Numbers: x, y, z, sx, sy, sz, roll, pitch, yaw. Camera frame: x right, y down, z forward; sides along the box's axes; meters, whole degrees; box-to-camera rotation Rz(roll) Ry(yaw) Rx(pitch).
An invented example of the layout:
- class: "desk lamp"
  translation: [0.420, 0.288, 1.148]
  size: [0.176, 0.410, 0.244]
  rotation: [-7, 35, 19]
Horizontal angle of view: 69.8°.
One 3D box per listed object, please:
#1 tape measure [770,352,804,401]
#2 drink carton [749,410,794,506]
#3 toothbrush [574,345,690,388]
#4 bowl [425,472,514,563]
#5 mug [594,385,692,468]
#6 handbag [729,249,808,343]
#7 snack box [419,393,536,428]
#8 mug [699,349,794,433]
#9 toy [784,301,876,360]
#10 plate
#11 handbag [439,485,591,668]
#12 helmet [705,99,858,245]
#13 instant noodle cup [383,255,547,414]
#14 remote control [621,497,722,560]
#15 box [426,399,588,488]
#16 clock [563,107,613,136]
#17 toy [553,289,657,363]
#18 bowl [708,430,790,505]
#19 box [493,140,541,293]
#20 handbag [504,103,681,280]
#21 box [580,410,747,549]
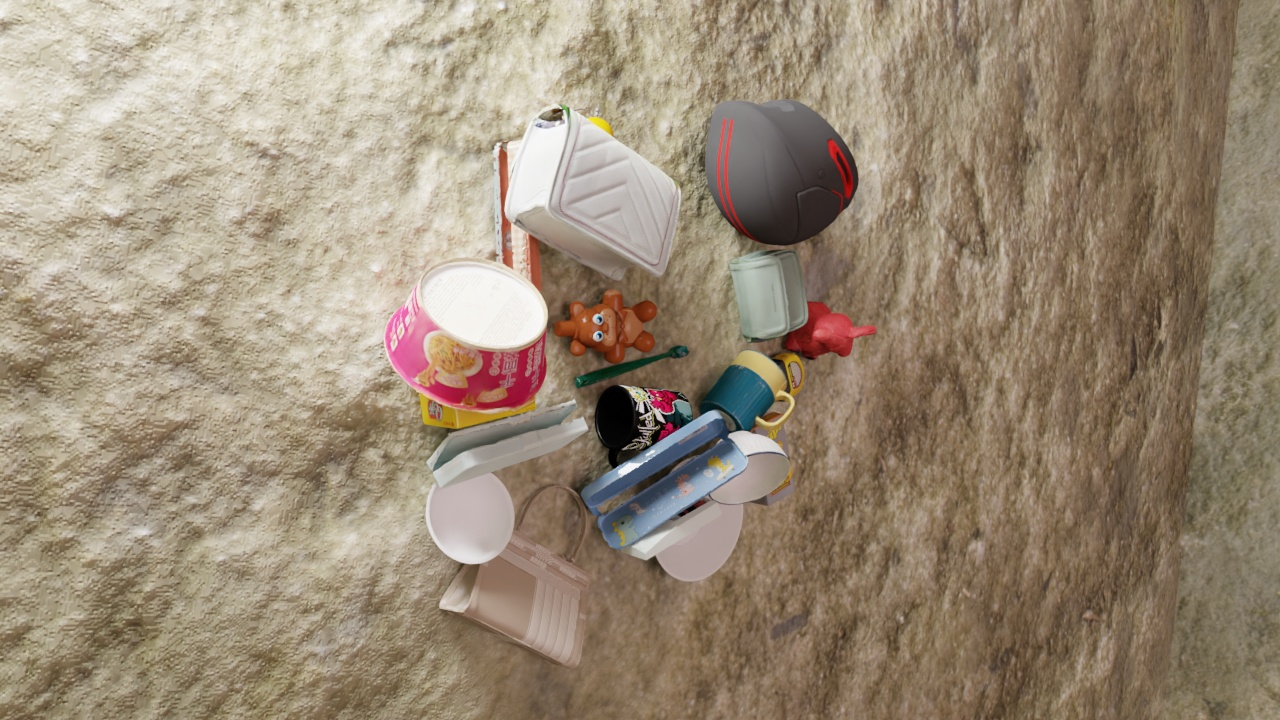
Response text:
- class: "tape measure"
  translation: [0.217, 0.022, 1.385]
  size: [0.064, 0.037, 0.065]
  rotation: [-39, 118, -31]
- class: "drink carton"
  translation: [0.182, 0.143, 1.356]
  size: [0.076, 0.049, 0.125]
  rotation: [-21, 105, -37]
- class: "toothbrush"
  translation: [-0.007, 0.007, 1.213]
  size: [0.189, 0.017, 0.016]
  rotation: [-17, 103, -38]
- class: "bowl"
  translation: [-0.201, 0.178, 1.041]
  size: [0.109, 0.041, 0.109]
  rotation: [16, 63, -35]
- class: "mug"
  translation: [-0.001, 0.092, 1.188]
  size: [0.098, 0.082, 0.118]
  rotation: [6, 107, -40]
- class: "handbag"
  translation: [0.187, -0.096, 1.336]
  size: [0.106, 0.067, 0.122]
  rotation: [-20, 105, -36]
- class: "snack box"
  translation: [-0.183, 0.034, 1.027]
  size: [0.105, 0.084, 0.061]
  rotation: [-13, 98, -38]
- class: "mug"
  translation: [0.157, 0.056, 1.291]
  size: [0.107, 0.113, 0.083]
  rotation: [-47, 153, -26]
- class: "toy"
  translation: [0.287, -0.057, 1.387]
  size: [0.088, 0.133, 0.094]
  rotation: [27, 66, -48]
- class: "plate"
  translation: [0.068, 0.216, 1.275]
  size: [0.173, 0.036, 0.174]
  rotation: [-3, 94, -39]
- class: "handbag"
  translation: [-0.122, 0.245, 1.115]
  size: [0.175, 0.062, 0.197]
  rotation: [39, 60, -32]
- class: "helmet"
  translation: [0.181, -0.251, 1.259]
  size: [0.169, 0.164, 0.265]
  rotation: [-49, 132, -13]
- class: "instant noodle cup"
  translation: [-0.173, -0.037, 0.968]
  size: [0.178, 0.178, 0.078]
  rotation: [-13, 144, -38]
- class: "remote control"
  translation: [0.042, 0.213, 1.194]
  size: [0.143, 0.050, 0.024]
  rotation: [-23, 107, -36]
- class: "box"
  translation: [-0.148, 0.097, 1.051]
  size: [0.198, 0.066, 0.083]
  rotation: [-15, 140, -49]
- class: "clock"
  translation: [-0.068, -0.231, 1.130]
  size: [0.113, 0.052, 0.152]
  rotation: [-32, 117, -34]
- class: "toy"
  translation: [-0.044, -0.042, 1.152]
  size: [0.127, 0.065, 0.095]
  rotation: [-3, 92, -34]
- class: "bowl"
  translation: [0.138, 0.138, 1.248]
  size: [0.118, 0.118, 0.062]
  rotation: [20, 36, -38]
- class: "box"
  translation: [-0.148, -0.166, 1.084]
  size: [0.058, 0.062, 0.188]
  rotation: [-4, 93, -65]
- class: "handbag"
  translation: [-0.051, -0.189, 1.060]
  size: [0.198, 0.096, 0.141]
  rotation: [27, 70, -41]
- class: "box"
  translation: [0.029, 0.148, 1.159]
  size: [0.209, 0.077, 0.074]
  rotation: [-32, 139, -3]
